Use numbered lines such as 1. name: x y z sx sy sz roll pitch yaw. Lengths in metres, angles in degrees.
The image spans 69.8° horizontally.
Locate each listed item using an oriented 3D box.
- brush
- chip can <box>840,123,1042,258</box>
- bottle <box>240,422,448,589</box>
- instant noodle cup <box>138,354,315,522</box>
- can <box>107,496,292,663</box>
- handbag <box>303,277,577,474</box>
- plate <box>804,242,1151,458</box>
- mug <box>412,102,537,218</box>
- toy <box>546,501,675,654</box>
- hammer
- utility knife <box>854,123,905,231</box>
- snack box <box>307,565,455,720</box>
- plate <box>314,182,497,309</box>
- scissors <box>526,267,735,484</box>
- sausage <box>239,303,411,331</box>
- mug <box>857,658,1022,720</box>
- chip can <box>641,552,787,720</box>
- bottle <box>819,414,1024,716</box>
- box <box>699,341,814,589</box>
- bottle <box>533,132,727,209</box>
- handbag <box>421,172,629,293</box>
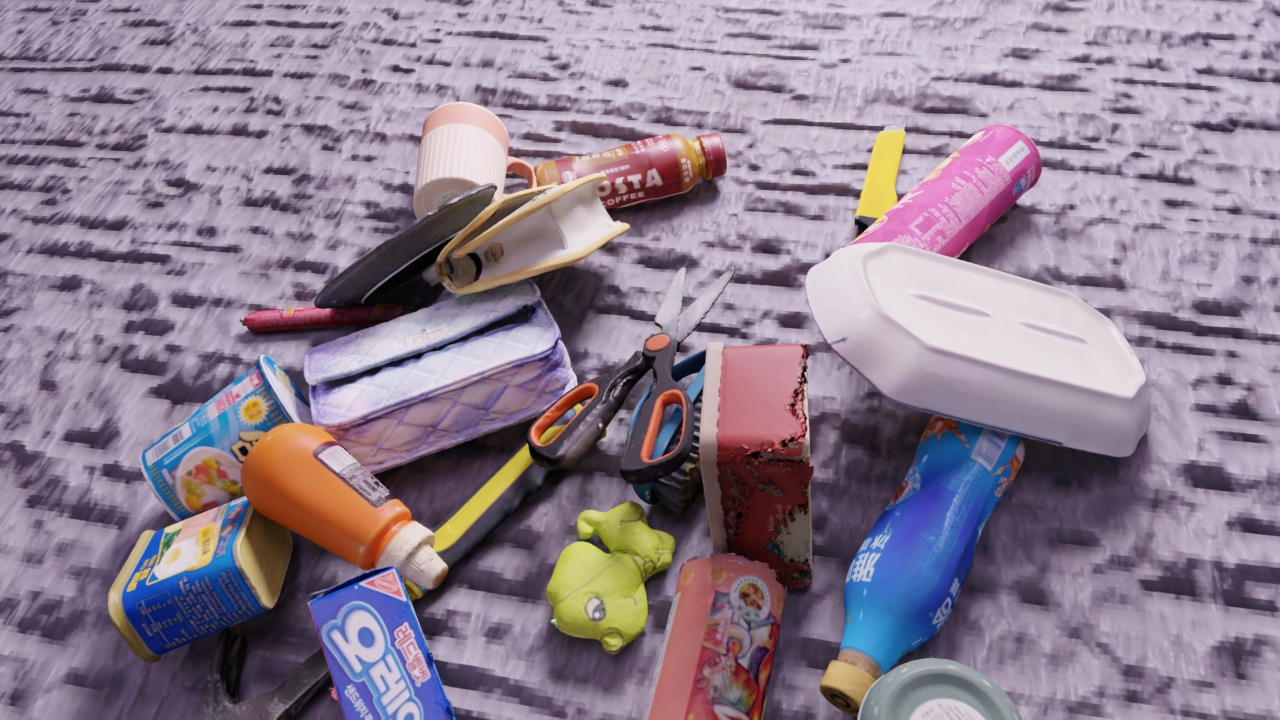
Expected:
1. brush: 0.033 0.043 0.666 0.073 0.055 0.143 20 56 22
2. chip can: 0.247 -0.116 0.762 0.071 0.071 0.210 35 62 30
3. bottle: -0.188 0.101 0.598 0.149 0.067 0.066 32 59 12
4. instant noodle cup: -0.296 0.065 0.671 0.109 0.099 0.099 -33 53 -10
5. can: -0.284 0.138 0.603 0.083 0.057 0.102 -22 23 -4
6. handbag: -0.152 0.004 0.702 0.193 0.076 0.134 -20 33 -11
7. plate: 0.242 -0.019 0.632 0.265 0.034 0.161 14 42 -14
8. mug: -0.154 -0.173 0.865 0.114 0.082 0.105 14 49 -20
9. toy: -0.022 0.141 0.607 0.100 0.031 0.097 -31 53 -24
10. hammer: -0.149 0.139 0.625 0.126 0.032 0.322 31 60 28
11. utility knife: 0.225 -0.170 0.846 0.033 0.015 0.167 15 52 11
12. snack box: -0.126 0.219 0.511 0.057 0.058 0.207 -22 62 -17
13. plate: -0.188 -0.087 0.759 0.179 0.180 0.024 -37 98 -22
14. scissors: 0.016 0.008 0.665 0.226 0.022 0.198 -34 39 -15
15. sausage: -0.274 -0.038 0.799 0.156 0.020 0.020 -3 50 5
16. mug: 0.137 0.210 0.478 0.112 0.106 0.082 -3 51 5
17. chip can: 0.030 0.217 0.510 0.071 0.071 0.214 8 51 14
18. bottle: 0.175 0.122 0.576 0.065 0.065 0.218 24 58 25
19. box: 0.082 0.071 0.562 0.077 0.168 0.091 -1 50 10
20. bottle: -0.008 -0.172 0.851 0.175 0.057 0.057 -14 50 -5
21. handbag: -0.111 -0.098 0.752 0.179 0.063 0.163 -17 11 18
